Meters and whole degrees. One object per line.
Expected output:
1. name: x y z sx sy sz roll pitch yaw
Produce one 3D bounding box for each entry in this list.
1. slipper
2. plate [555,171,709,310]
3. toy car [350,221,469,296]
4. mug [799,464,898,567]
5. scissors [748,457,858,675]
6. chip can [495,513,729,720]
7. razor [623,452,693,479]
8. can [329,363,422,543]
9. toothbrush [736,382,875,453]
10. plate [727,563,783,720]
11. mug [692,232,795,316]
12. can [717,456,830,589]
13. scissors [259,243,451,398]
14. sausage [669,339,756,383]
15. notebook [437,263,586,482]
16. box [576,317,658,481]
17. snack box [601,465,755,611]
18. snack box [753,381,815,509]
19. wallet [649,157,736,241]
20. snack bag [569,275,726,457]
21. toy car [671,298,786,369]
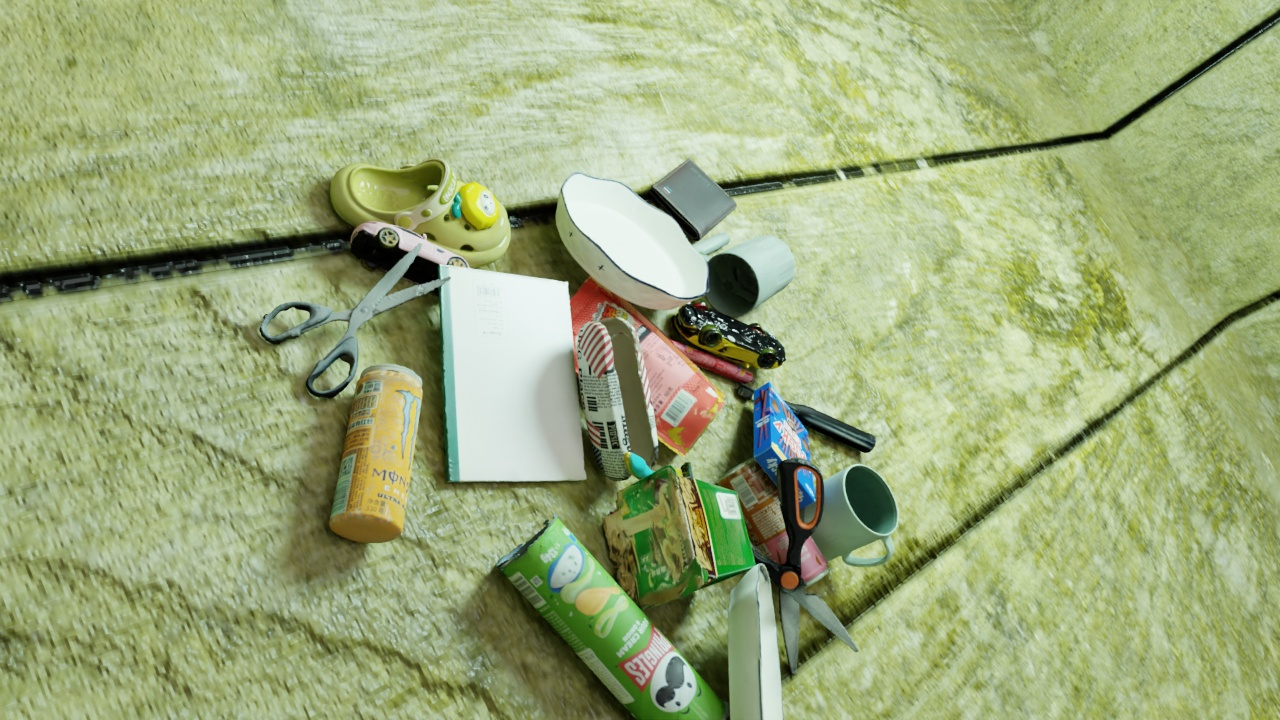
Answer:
1. slipper: -0.212 -0.157 0.927 0.190 0.082 0.091 14 57 -29
2. plate: -0.013 -0.134 1.062 0.205 0.046 0.204 30 31 -20
3. toy car: -0.222 -0.101 0.898 0.122 0.056 0.037 23 57 -26
4. mug: 0.230 0.186 1.032 0.111 0.107 0.082 52 43 2
5. scissors: 0.142 0.209 0.961 0.224 0.021 0.221 16 92 6
6. chip can: -0.024 0.246 0.814 0.236 0.072 0.072 48 44 -2
7. razor: 0.015 0.110 0.902 0.132 0.028 0.043 31 46 -55
8. can: -0.221 0.078 0.777 0.058 0.058 0.145 20 52 -28
9. toothbrush: 0.208 0.071 1.151 0.212 0.026 0.027 23 83 -23
10. plate: 0.106 0.322 0.838 0.162 0.034 0.265 59 28 -62
11. mug: 0.125 -0.122 1.183 0.124 0.084 0.103 36 39 21
12. can: 0.144 0.179 1.003 0.057 0.058 0.147 -23 78 -45
13. scissors: -0.255 -0.040 0.827 0.159 0.014 0.171 8 70 -19
14. sausage: 0.077 0.000 1.097 0.155 0.020 0.020 21 51 -28
15. notebook: -0.125 0.014 0.894 0.150 0.012 0.209 5 74 -38
16. box: -0.036 0.041 0.917 0.079 0.074 0.163 -19 101 -55
17. snack box: 0.045 0.173 0.889 0.105 0.118 0.118 6 62 -41
18. snack box: 0.162 0.094 1.048 0.084 0.026 0.156 51 21 -16
19. wallet: 0.072 -0.219 1.241 0.096 0.020 0.122 47 42 -3
20. snack bag: -0.006 0.006 0.998 0.208 0.073 0.128 40 52 -2
21. toy car: 0.111 -0.026 1.118 0.155 0.041 0.071 19 31 -25
